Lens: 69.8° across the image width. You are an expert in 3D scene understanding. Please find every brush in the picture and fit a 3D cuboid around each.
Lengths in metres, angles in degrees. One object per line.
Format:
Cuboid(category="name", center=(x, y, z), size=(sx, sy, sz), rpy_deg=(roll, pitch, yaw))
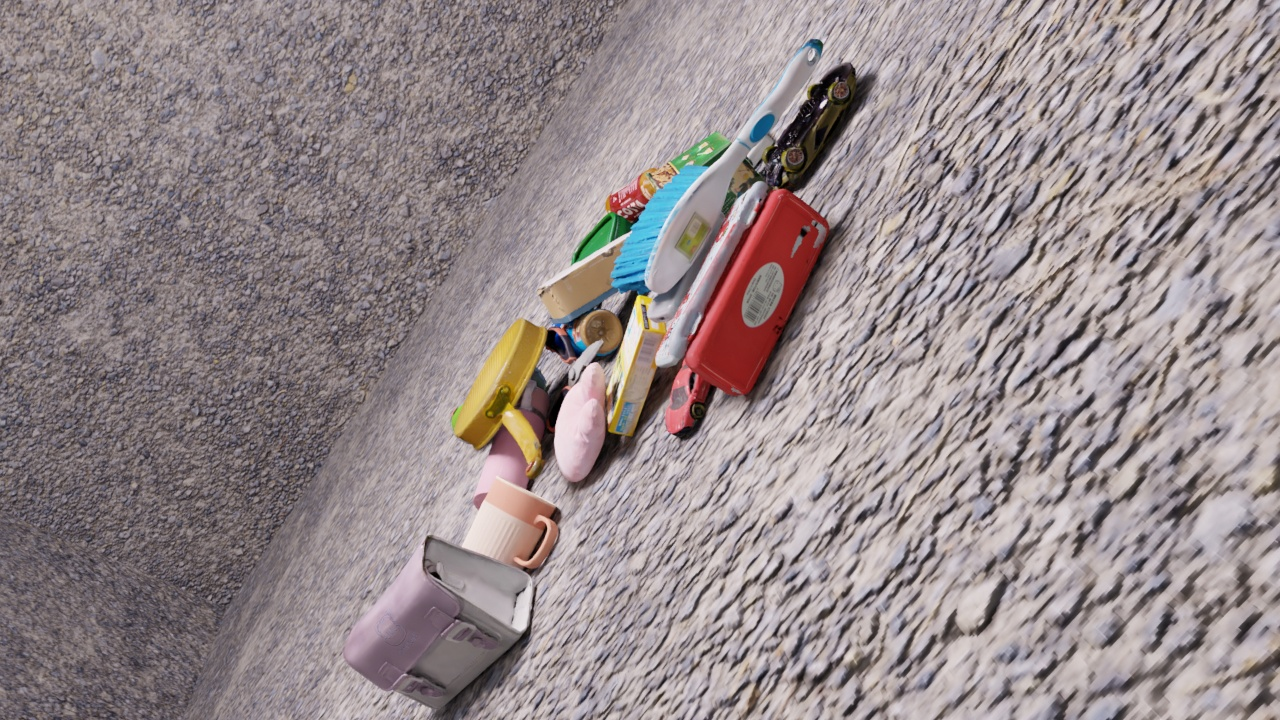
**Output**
Cuboid(category="brush", center=(0.081, -0.198, 0.952), size=(0.314, 0.060, 0.109), rpy_deg=(-60, 28, -10))

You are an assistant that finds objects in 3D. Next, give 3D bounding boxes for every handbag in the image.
Cuboid(category="handbag", center=(-0.052, -0.152, 1.415), size=(0.132, 0.068, 0.120), rpy_deg=(-38, 35, 40))
Cuboid(category="handbag", center=(-0.233, 0.304, 1.049), size=(0.197, 0.145, 0.098), rpy_deg=(-48, 20, 29))

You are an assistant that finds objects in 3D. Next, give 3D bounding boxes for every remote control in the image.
Cuboid(category="remote control", center=(0.120, -0.240, 1.194), size=(0.135, 0.019, 0.056), rpy_deg=(-52, 21, 16))
Cuboid(category="remote control", center=(0.049, -0.101, 0.982), size=(0.056, 0.020, 0.135), rpy_deg=(-12, 49, 61))

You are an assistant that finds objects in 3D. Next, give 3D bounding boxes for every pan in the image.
Cuboid(category="pan", center=(-0.171, 0.062, 1.217), size=(0.198, 0.078, 0.357), rpy_deg=(-57, 16, 10))

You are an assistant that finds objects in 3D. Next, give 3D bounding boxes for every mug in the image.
Cuboid(category="mug", center=(-0.151, 0.210, 1.107), size=(0.115, 0.081, 0.105), rpy_deg=(19, 78, 39))

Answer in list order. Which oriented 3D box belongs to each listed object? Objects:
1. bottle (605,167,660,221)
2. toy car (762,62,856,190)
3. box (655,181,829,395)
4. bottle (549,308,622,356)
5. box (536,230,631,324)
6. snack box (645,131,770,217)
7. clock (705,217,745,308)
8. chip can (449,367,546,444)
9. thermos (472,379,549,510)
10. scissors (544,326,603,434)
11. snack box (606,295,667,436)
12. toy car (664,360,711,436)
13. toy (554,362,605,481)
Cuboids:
Cuboid(category="bottle", center=(0.005, -0.261, 1.437), size=(0.175, 0.057, 0.057), rpy_deg=(-14, 48, 62))
Cuboid(category="toy car", center=(0.191, -0.261, 1.025), size=(0.158, 0.042, 0.070), rpy_deg=(-57, 20, 7))
Cuboid(category="box", center=(0.091, -0.070, 0.900), size=(0.201, 0.095, 0.102), rpy_deg=(-62, 22, -11))
Cuboid(category="bottle", center=(-0.094, -0.036, 1.331), size=(0.065, 0.065, 0.219), rpy_deg=(-63, 20, -13))
Cuboid(category="box", center=(-0.063, -0.114, 1.271), size=(0.184, 0.062, 0.090), rpy_deg=(-35, 12, -13))
Cuboid(category="snack box", center=(0.088, -0.210, 1.115), size=(0.106, 0.118, 0.117), rpy_deg=(-41, 24, 10))
Cuboid(category="clock", center=(0.091, -0.098, 0.998), size=(0.158, 0.060, 0.117), rpy_deg=(-54, 21, 7))
Cuboid(category="chip can", center=(-0.234, 0.074, 1.488), size=(0.237, 0.072, 0.072), rpy_deg=(-30, 34, 52))
Cuboid(category="thermos", center=(-0.175, 0.117, 1.284), size=(0.087, 0.067, 0.198), rpy_deg=(105, 180, -50))
Cuboid(category="scissors", center=(-0.093, 0.016, 1.227), size=(0.223, 0.015, 0.188), rpy_deg=(-53, 41, 49))
Cuboid(category="snack box", center=(-0.006, 0.006, 1.051), size=(0.086, 0.033, 0.141), rpy_deg=(-97, 25, -60))
Cuboid(category="toy car", center=(0.052, 0.029, 0.948), size=(0.049, 0.031, 0.106), rpy_deg=(-22, 42, 60))
Cuboid(category="toy", center=(-0.067, 0.073, 1.084), size=(0.160, 0.054, 0.121), rpy_deg=(119, 154, -58))
